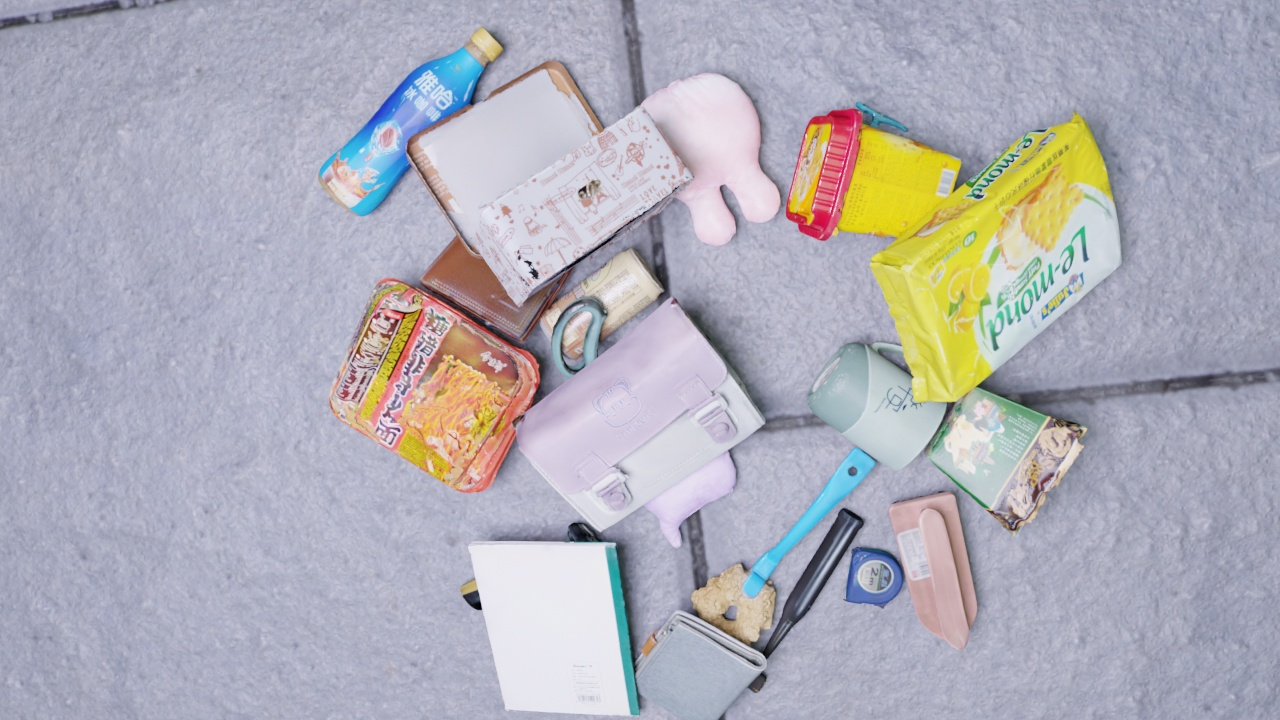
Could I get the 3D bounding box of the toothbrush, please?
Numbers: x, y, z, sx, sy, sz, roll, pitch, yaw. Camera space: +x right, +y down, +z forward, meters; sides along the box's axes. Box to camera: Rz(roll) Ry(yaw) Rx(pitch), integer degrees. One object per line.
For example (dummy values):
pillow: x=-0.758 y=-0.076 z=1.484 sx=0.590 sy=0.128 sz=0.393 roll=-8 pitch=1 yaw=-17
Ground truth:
toothbrush: x=0.161 y=0.245 z=0.924 sx=0.027 sy=0.026 sz=0.213 roll=31 pitch=99 yaw=15

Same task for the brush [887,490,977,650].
brush: x=0.285 y=0.202 z=0.882 sx=0.063 sy=0.073 sz=0.145 roll=-14 pitch=96 yaw=7

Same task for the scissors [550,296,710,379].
scissors: x=-0.006 y=0.005 z=0.897 sx=0.181 sy=0.019 sz=0.170 roll=-12 pitch=123 yaw=-7

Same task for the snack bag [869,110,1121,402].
snack bag: x=0.312 y=-0.091 z=0.804 sx=0.246 sy=0.068 sz=0.158 roll=-37 pitch=122 yaw=-9

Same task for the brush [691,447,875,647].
brush: x=0.141 y=0.189 z=0.905 sx=0.083 sy=0.045 sz=0.255 roll=38 pitch=105 yaw=5

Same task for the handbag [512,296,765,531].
handbag: x=-0.002 y=0.054 z=0.862 sx=0.197 sy=0.098 sz=0.145 roll=-36 pitch=124 yaw=8

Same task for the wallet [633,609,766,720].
wallet: x=0.052 y=0.308 z=0.919 sx=0.106 sy=0.036 sz=0.130 roll=31 pitch=127 yaw=4

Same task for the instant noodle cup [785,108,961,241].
instant noodle cup: x=0.211 y=-0.161 z=0.836 sx=0.123 sy=0.116 sz=0.116 roll=11 pitch=103 yaw=-7

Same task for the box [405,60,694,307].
box: x=-0.085 y=-0.175 z=0.816 sx=0.180 sy=0.158 sz=0.197 roll=-33 pitch=92 yaw=-13

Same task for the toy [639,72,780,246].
toy: x=0.063 y=-0.191 z=0.874 sx=0.121 sy=0.054 sz=0.159 roll=-25 pitch=92 yaw=16

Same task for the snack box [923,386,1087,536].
snack box: x=0.330 y=0.082 z=0.853 sx=0.105 sy=0.117 sz=0.118 roll=34 pitch=96 yaw=14

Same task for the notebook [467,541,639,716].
notebook: x=-0.084 y=0.273 z=0.924 sx=0.150 sy=0.012 sz=0.209 roll=-2 pitch=112 yaw=13

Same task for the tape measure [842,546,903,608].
tape measure: x=0.232 y=0.215 z=0.913 sx=0.054 sy=0.025 sz=0.058 roll=7 pitch=101 yaw=4

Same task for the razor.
razor: x=-0.109 y=0.216 z=0.943 sx=0.168 sy=0.062 sz=0.067 roll=-22 pitch=63 yaw=14

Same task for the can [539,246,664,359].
can: x=-0.039 y=-0.055 z=0.898 sx=0.116 sy=0.058 sz=0.058 roll=-36 pitch=91 yaw=9

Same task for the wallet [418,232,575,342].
wallet: x=-0.138 y=-0.085 z=0.892 sx=0.124 sy=0.032 sz=0.101 roll=29 pitch=75 yaw=14

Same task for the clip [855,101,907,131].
clip: x=0.226 y=-0.225 z=0.872 sx=0.057 sy=0.014 sz=0.045 roll=29 pitch=99 yaw=1

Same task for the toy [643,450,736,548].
toy: x=0.048 y=0.127 z=0.917 sx=0.108 sy=0.039 sz=0.084 roll=-39 pitch=91 yaw=6

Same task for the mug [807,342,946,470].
mug: x=0.227 y=0.030 z=0.871 sx=0.106 sy=0.082 sz=0.111 roll=35 pitch=68 yaw=3

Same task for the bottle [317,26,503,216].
bottle: x=-0.220 y=-0.236 z=0.897 sx=0.219 sy=0.065 sz=0.065 roll=-43 pitch=90 yaw=8

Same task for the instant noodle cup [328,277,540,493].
instant noodle cup: x=-0.195 y=0.022 z=0.905 sx=0.189 sy=0.079 sz=0.165 roll=32 pitch=109 yaw=4
